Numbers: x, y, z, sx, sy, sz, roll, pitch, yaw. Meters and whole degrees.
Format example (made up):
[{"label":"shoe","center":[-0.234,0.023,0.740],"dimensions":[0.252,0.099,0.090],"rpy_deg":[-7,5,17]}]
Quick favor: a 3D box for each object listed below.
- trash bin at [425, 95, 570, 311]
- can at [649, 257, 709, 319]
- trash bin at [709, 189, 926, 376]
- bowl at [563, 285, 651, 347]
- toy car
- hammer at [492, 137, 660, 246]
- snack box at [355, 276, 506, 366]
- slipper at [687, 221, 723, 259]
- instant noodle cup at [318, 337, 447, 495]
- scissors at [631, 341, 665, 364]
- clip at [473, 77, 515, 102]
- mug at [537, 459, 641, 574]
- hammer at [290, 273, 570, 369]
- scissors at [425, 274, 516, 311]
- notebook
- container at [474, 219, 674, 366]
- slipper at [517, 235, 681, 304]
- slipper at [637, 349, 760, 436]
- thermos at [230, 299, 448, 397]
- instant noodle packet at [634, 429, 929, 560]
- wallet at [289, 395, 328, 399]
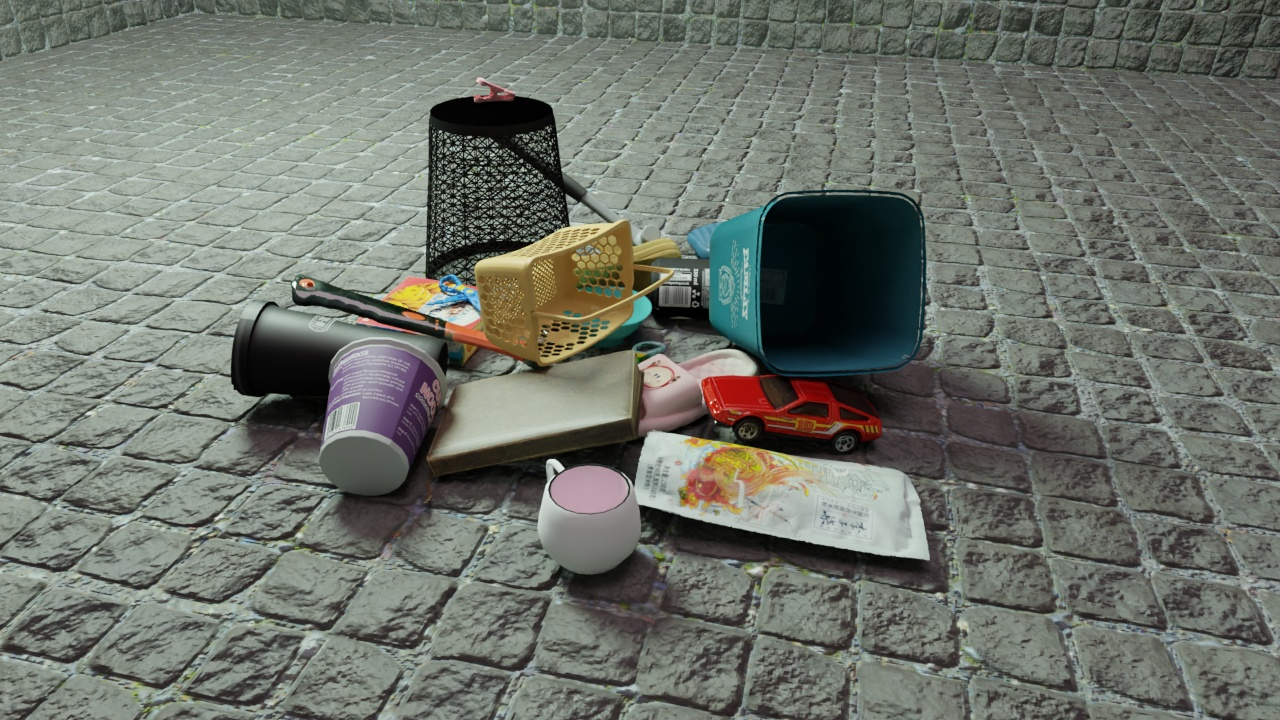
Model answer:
[{"label":"trash bin","center":[-0.199,-0.225,1.271],"dimensions":[0.217,0.244,0.216],"rpy_deg":[1,30,-1]},{"label":"can","center":[0.086,-0.094,1.217],"dimensions":[0.146,0.080,0.080],"rpy_deg":[2,30,2]},{"label":"trash bin","center":[0.186,-0.092,1.070],"dimensions":[0.199,0.196,0.219],"rpy_deg":[-2,7,-15]},{"label":"bowl","center":[-0.047,-0.049,1.167],"dimensions":[0.121,0.046,0.121],"rpy_deg":[1,30,-1]},{"label":"toy car","center":[0.159,0.050,0.973],"dimensions":[0.189,0.056,0.081],"rpy_deg":[6,27,-12]},{"label":"hammer","center":[-0.103,-0.256,1.365],"dimensions":[0.311,0.125,0.029],"rpy_deg":[37,79,-2]},{"label":"snack box","center":[-0.263,-0.053,1.172],"dimensions":[0.145,0.040,0.142],"rpy_deg":[9,31,12]},{"label":"slipper","center":[0.122,-0.171,1.379],"dimensions":[0.104,0.059,0.213],"rpy_deg":[-6,17,6]},{"label":"instant noodle cup","center":[-0.267,0.066,0.913],"dimensions":[0.137,0.122,0.121],"rpy_deg":[-36,31,25]},{"label":"scissors","center":[-0.012,0.000,1.118],"dimensions":[0.130,0.012,0.116],"rpy_deg":[4,29,2]},{"label":"clip","center":[-0.200,-0.356,1.235],"dimensions":[0.058,0.050,0.023],"rpy_deg":[33,11,-38]},{"label":"mug","center":[-0.053,0.135,0.814],"dimensions":[0.090,0.076,0.124],"rpy_deg":[-16,34,-28]},{"label":"hammer","center":[-0.244,-0.041,1.072],"dimensions":[0.333,0.033,0.132],"rpy_deg":[15,36,-5]},{"label":"scissors","center":[-0.216,-0.085,1.179],"dimensions":[0.129,0.013,0.125],"rpy_deg":[-14,33,-22]},{"label":"notebook","center":[-0.107,0.063,0.931],"dimensions":[0.215,0.034,0.189],"rpy_deg":[-11,28,9]},{"label":"container","center":[-0.070,-0.077,1.033],"dimensions":[0.167,0.129,0.182],"rpy_deg":[10,27,33]},{"label":"slipper","center":[-0.062,-0.131,1.247],"dimensions":[0.262,0.100,0.078],"rpy_deg":[-15,62,-35]},{"label":"slipper","center":[0.038,0.026,1.029],"dimensions":[0.221,0.056,0.107],"rpy_deg":[-18,33,-29]},{"label":"thermos","center":[-0.325,-0.001,0.997],"dimensions":[0.218,0.106,0.105],"rpy_deg":[8,30,-2]},{"label":"instant noodle packet","center":[0.132,0.119,0.875],"dimensions":[0.269,0.057,0.146],"rpy_deg":[8,28,6]},{"label":"wallet","center":[-0.335,0.012,1.073],"dimensions":[0.121,0.027,0.098],"rpy_deg":[3,34,0]}]
